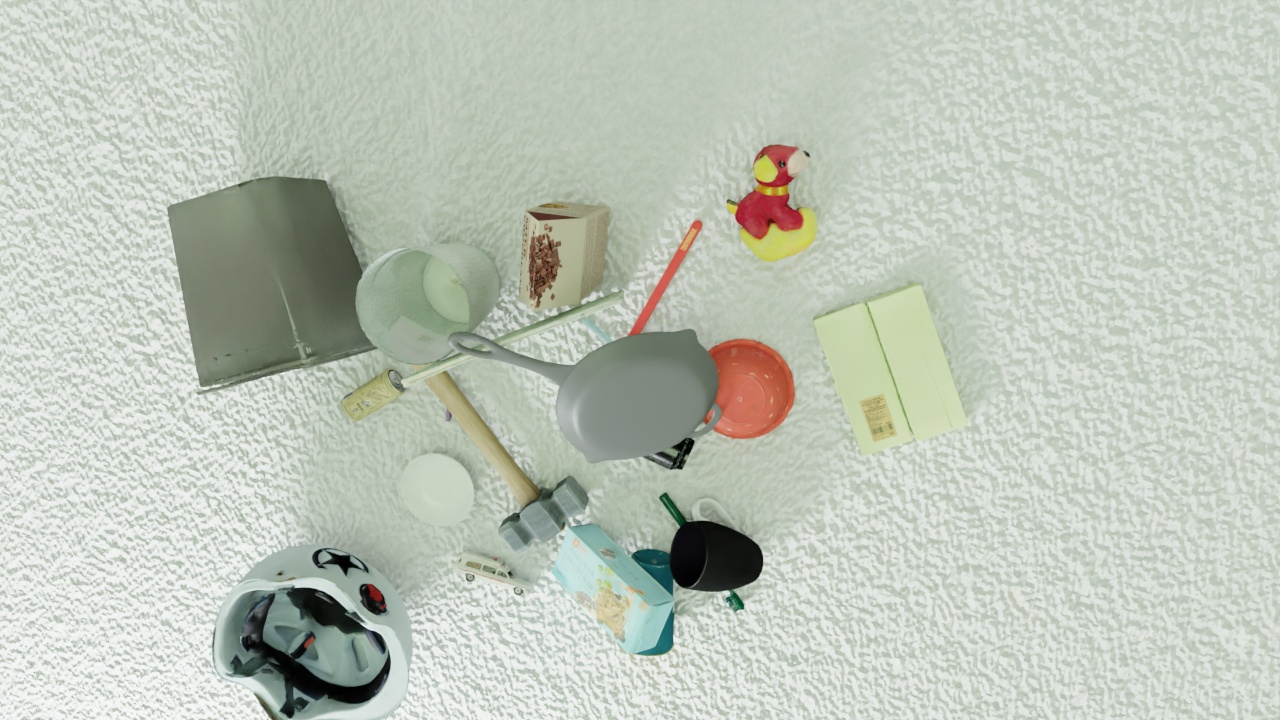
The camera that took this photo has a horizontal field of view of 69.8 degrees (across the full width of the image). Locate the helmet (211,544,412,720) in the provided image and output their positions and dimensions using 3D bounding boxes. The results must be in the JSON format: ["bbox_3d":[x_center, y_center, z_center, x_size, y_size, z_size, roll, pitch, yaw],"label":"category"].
[{"bbox_3d":[-0.420,0.360,1.241,0.264,0.163,0.237,30,111,-6],"label":"helmet"}]

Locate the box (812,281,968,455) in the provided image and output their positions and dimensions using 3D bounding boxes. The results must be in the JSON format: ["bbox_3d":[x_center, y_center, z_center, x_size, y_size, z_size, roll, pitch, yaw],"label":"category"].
[{"bbox_3d":[0.300,0.014,1.103,0.137,0.024,0.187,-17,101,16],"label":"box"}]

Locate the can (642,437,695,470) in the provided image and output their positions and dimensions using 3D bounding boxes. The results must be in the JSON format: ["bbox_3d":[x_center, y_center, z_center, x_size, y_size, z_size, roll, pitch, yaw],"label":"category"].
[{"bbox_3d":[-0.002,0.091,1.156,0.138,0.053,0.054,24,107,3],"label":"can"}]

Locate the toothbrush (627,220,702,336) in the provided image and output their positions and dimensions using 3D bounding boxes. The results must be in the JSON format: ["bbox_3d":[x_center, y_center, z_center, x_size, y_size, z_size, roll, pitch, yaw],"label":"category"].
[{"bbox_3d":[0.018,-0.077,1.120,0.012,0.017,0.213,32,104,6],"label":"toothbrush"}]

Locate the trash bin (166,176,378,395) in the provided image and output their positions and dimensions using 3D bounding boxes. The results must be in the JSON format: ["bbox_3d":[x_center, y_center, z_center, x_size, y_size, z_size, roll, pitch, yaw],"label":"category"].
[{"bbox_3d":[-0.445,-0.095,1.117,0.198,0.197,0.220,-13,96,14],"label":"trash bin"}]

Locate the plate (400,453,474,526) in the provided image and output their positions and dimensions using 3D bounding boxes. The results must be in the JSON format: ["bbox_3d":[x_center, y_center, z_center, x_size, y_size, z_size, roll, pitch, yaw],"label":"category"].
[{"bbox_3d":[-0.269,0.170,1.236,0.104,0.026,0.104,3,105,10],"label":"plate"}]

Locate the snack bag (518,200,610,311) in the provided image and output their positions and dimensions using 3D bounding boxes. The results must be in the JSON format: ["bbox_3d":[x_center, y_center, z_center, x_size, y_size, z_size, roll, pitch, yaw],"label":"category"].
[{"bbox_3d":[-0.092,-0.121,1.035,0.070,0.206,0.094,8,106,7],"label":"snack bag"}]

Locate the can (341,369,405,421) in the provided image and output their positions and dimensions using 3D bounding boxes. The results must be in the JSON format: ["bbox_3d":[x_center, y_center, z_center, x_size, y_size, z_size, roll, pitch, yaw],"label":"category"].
[{"bbox_3d":[-0.352,0.046,1.210,0.080,0.038,0.038,-30,98,15],"label":"can"}]

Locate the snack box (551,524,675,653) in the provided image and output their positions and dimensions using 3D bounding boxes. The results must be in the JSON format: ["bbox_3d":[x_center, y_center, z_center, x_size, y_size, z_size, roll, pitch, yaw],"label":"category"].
[{"bbox_3d":[-0.038,0.286,1.168,0.175,0.053,0.075,35,111,39],"label":"snack box"}]

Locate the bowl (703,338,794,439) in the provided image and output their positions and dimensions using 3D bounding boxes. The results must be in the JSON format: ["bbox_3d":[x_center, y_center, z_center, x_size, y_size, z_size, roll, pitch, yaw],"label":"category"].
[{"bbox_3d":[0.124,0.041,1.126,0.130,0.045,0.130,2,105,9],"label":"bowl"}]

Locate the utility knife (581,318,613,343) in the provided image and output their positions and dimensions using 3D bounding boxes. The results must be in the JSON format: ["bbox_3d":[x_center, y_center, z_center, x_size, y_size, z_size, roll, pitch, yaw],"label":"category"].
[{"bbox_3d":[-0.007,0.007,1.158,0.177,0.015,0.022,43,105,0],"label":"utility knife"}]

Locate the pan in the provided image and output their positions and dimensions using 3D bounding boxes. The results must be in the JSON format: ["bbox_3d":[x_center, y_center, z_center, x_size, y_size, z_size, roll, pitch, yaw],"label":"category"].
[{"bbox_3d":[-0.049,0.032,1.019,0.354,0.024,0.217,20,121,-31],"label":"pan"}]

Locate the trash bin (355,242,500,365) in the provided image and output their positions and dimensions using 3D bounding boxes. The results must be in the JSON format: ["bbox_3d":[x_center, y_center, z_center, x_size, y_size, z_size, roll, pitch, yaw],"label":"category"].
[{"bbox_3d":[-0.241,-0.078,1.095,0.133,0.161,0.133,2,105,9],"label":"trash bin"}]

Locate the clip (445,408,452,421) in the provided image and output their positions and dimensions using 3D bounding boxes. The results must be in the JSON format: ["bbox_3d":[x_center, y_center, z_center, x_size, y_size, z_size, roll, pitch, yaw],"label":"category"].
[{"bbox_3d":[-0.242,0.062,1.211,0.046,0.014,0.050,25,109,2],"label":"clip"}]

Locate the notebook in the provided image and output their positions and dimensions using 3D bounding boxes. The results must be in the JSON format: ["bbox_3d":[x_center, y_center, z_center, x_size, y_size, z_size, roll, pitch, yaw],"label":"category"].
[{"bbox_3d":[-0.137,-0.031,1.058,0.252,0.182,0.010,-21,97,3],"label":"notebook"}]

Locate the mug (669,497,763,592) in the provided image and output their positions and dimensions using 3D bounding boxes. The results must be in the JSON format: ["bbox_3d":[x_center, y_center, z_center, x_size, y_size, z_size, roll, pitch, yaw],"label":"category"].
[{"bbox_3d":[0.100,0.235,1.165,0.100,0.118,0.085,13,150,-29],"label":"mug"}]

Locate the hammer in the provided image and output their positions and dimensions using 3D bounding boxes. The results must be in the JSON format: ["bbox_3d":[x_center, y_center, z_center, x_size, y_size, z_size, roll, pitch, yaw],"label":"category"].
[{"bbox_3d":[-0.205,0.098,1.188,0.117,0.051,0.323,-35,98,11],"label":"hammer"}]

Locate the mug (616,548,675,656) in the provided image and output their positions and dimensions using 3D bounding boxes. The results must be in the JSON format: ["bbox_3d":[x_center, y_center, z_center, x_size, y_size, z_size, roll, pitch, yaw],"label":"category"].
[{"bbox_3d":[0.012,0.315,1.205,0.078,0.078,0.121,7,101,7],"label":"mug"}]

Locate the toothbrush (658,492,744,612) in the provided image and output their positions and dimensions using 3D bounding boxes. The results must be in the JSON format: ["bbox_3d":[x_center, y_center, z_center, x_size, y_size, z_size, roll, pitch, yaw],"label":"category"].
[{"bbox_3d":[0.080,0.254,1.205,0.017,0.016,0.190,-32,97,20],"label":"toothbrush"}]

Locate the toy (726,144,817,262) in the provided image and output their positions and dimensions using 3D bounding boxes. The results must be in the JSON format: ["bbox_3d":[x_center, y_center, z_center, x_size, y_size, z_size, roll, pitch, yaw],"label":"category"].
[{"bbox_3d":[0.151,-0.181,1.060,0.106,0.067,0.137,2,117,11],"label":"toy"}]

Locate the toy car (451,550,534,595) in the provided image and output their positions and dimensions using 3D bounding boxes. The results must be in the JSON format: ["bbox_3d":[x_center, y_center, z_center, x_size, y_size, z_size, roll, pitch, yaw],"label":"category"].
[{"bbox_3d":[-0.198,0.289,1.252,0.113,0.039,0.039,15,85,5],"label":"toy car"}]
